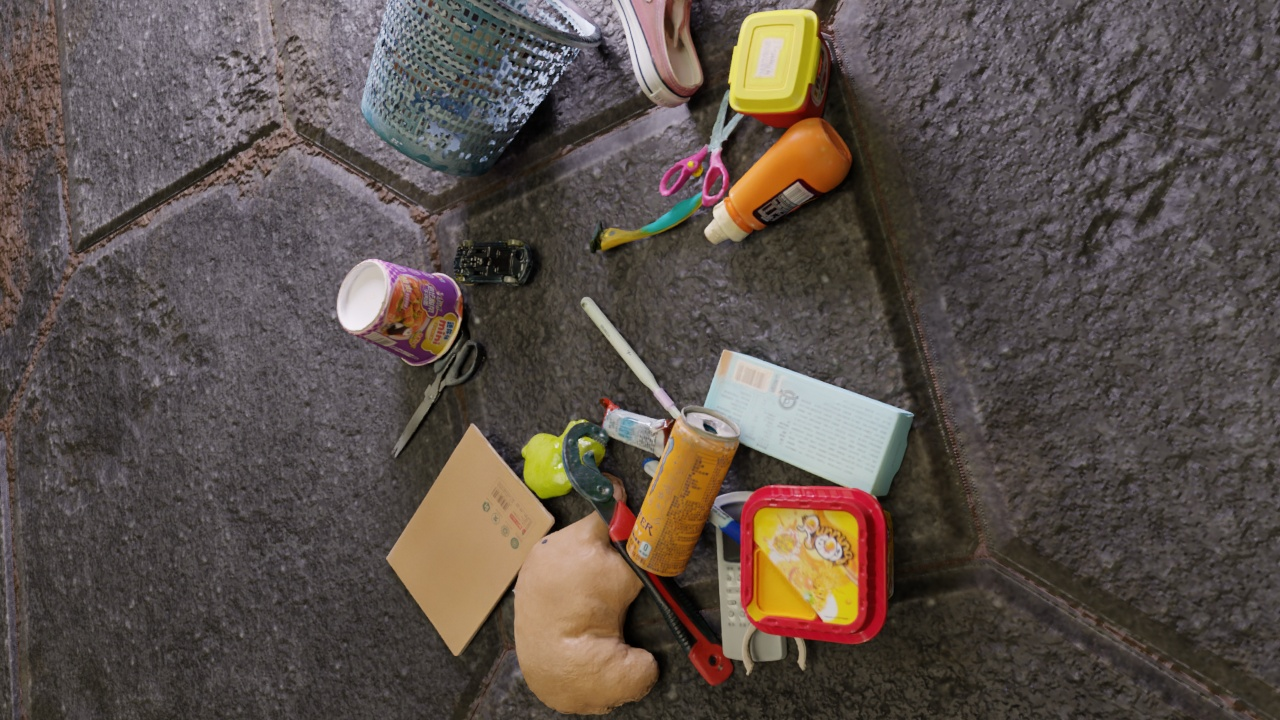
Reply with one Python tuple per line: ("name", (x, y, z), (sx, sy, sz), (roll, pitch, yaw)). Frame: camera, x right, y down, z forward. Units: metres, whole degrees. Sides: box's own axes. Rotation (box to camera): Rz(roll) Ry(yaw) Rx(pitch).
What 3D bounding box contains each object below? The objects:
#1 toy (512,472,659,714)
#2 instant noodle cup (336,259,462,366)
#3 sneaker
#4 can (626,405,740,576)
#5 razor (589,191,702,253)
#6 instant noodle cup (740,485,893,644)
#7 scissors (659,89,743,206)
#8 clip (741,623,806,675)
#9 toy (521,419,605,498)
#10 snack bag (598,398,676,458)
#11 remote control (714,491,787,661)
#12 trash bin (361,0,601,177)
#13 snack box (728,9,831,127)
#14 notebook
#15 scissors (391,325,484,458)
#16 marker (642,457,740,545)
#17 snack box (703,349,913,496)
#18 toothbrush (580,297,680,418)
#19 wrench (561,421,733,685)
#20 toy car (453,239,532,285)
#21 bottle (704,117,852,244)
("toy", (-0.058, 0.222, 0.882), (0.143, 0.082, 0.225), (-7, 78, 9))
("instant noodle cup", (-0.270, -0.059, 1.011), (0.112, 0.099, 0.111), (-12, 69, 32))
("sneaker", (0.018, -0.370, 0.891), (0.088, 0.118, 0.241), (-26, 78, 43))
("can", (0.037, 0.116, 0.805), (0.058, 0.058, 0.146), (31, 112, 28))
("razor", (0.010, -0.138, 0.911), (0.133, 0.043, 0.028), (-18, 120, 26))
("instant noodle cup", (0.152, 0.159, 0.741), (0.116, 0.123, 0.116), (-2, 83, 30))
("scissors", (0.075, -0.201, 0.871), (0.135, 0.017, 0.108), (-48, 45, 7))
("clip", (0.101, 0.227, 0.788), (0.095, 0.035, 0.102), (-34, 74, 4))
("toy", (-0.082, 0.103, 0.929), (0.100, 0.031, 0.096), (-50, 51, 16))
("snack bag", (-0.004, 0.067, 0.887), (0.105, 0.026, 0.045), (16, 100, 39))
("remote control", (0.098, 0.193, 0.826), (0.058, 0.021, 0.150), (-8, 81, 28))
("trash bin", (-0.184, -0.310, 0.952), (0.226, 0.226, 0.195), (49, 120, 25))
("snack box", (0.129, -0.258, 0.828), (0.082, 0.080, 0.091), (9, 89, 29))
("notebook", (-0.187, 0.193, 0.981), (0.148, 0.008, 0.208), (45, 113, 25))
("scissors", (-0.241, 0.033, 1.044), (0.176, 0.014, 0.132), (-23, 72, 29))
("marker", (0.052, 0.129, 0.845), (0.146, 0.017, 0.017), (33, 101, 41))
("snack box", (0.141, 0.052, 0.801), (0.175, 0.051, 0.074), (21, 97, 31))
("toothbrush", (-0.005, 0.005, 0.907), (0.189, 0.020, 0.029), (53, 134, 23))
("wrench", (0.002, 0.178, 0.856), (0.273, 0.056, 0.016), (58, 148, 13))
("toy car", (-0.159, -0.105, 1.000), (0.106, 0.031, 0.049), (3, 87, 31))
("bottle", (0.118, -0.154, 0.836), (0.150, 0.066, 0.066), (-36, 68, 29))
